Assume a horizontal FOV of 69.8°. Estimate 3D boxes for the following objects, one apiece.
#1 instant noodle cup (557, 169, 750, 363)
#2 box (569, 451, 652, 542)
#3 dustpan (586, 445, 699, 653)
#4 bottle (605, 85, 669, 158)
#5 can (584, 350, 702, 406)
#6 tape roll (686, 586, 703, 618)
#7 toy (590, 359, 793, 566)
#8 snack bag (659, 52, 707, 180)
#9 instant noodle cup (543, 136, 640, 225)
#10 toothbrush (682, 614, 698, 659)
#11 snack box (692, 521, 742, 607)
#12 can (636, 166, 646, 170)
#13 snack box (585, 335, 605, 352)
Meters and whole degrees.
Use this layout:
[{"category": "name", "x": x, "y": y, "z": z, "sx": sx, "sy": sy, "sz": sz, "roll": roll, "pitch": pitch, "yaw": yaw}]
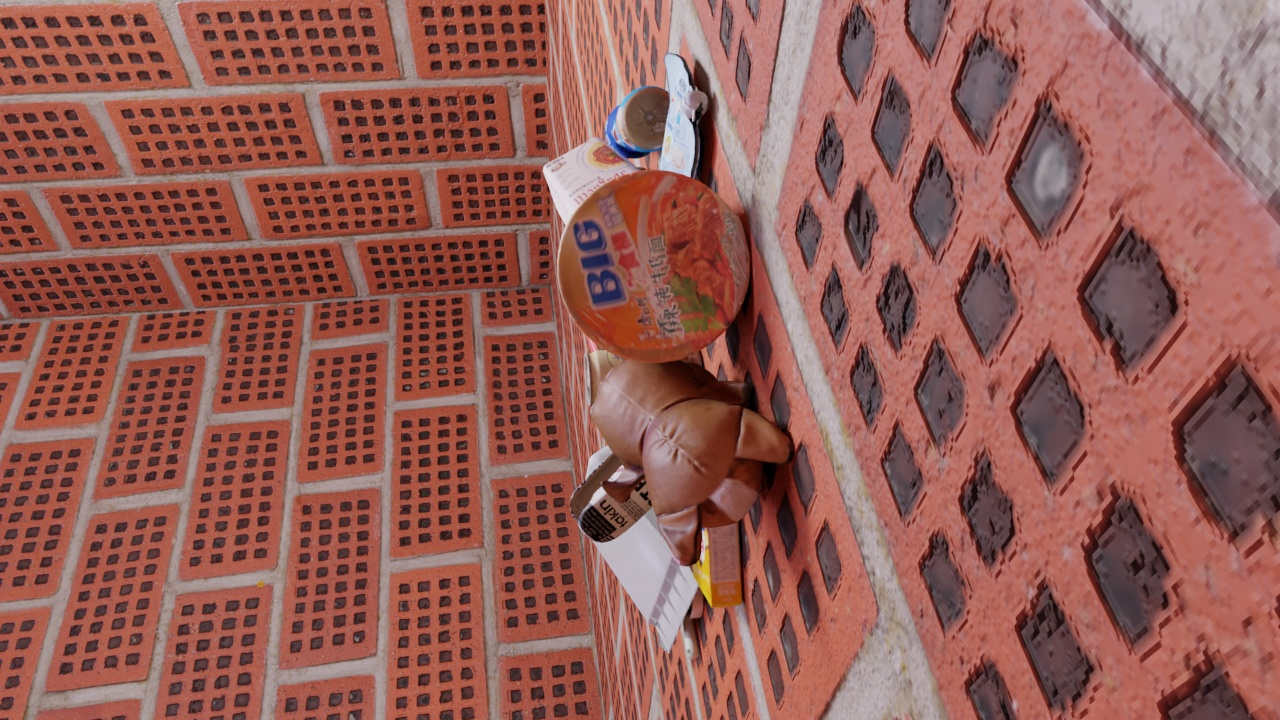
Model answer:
[{"category": "instant noodle cup", "x": 0.011, "y": -0.077, "z": 0.766, "sx": 0.111, "sy": 0.151, "sz": 0.151, "roll": -88, "pitch": -6, "yaw": -85}, {"category": "box", "x": -0.006, "y": 0.110, "z": 0.934, "sx": 0.076, "sy": 0.162, "sz": 0.088, "roll": 45, "pitch": 174, "yaw": -36}, {"category": "dustpan", "x": 0.024, "y": 0.181, "z": 1.126, "sx": 0.257, "sy": 0.142, "sz": 0.223, "roll": 48, "pitch": 150, "yaw": 24}, {"category": "bottle", "x": -0.004, "y": -0.259, "z": 1.020, "sx": 0.218, "sy": 0.065, "sz": 0.065, "roll": -130, "pitch": 36, "yaw": -78}, {"category": "can", "x": 0.002, "y": 0.015, "z": 0.938, "sx": 0.058, "sy": 0.116, "sz": 0.058, "roll": 174, "pitch": 91, "yaw": -83}, {"category": "tape roll", "x": 0.057, "y": 0.252, "z": 1.054, "sx": 0.086, "sy": 0.014, "sz": 0.086, "roll": 175, "pitch": 91, "yaw": -82}, {"category": "toy", "x": 0.039, "y": 0.072, "z": 0.726, "sx": 0.140, "sy": 0.130, "sz": 0.199, "roll": -56, "pitch": 25, "yaw": 2}, {"category": "snack bag", "x": 0.037, "y": -0.183, "z": 0.869, "sx": 0.110, "sy": 0.039, "sz": 0.191, "roll": -96, "pitch": 8, "yaw": -55}, {"category": "instant noodle cup", "x": -0.039, "y": -0.169, "z": 0.996, "sx": 0.124, "sy": 0.116, "sz": 0.117, "roll": 52, "pitch": 168, "yaw": 33}, {"category": "toothbrush", "x": 0.047, "y": 0.266, "z": 1.109, "sx": 0.029, "sy": 0.020, "sz": 0.189, "roll": -37, "pitch": 49, "yaw": 37}, {"category": "snack box", "x": 0.068, "y": 0.149, "z": 0.856, "sx": 0.087, "sy": 0.033, "sz": 0.140, "roll": -141, "pitch": 45, "yaw": -80}, {"category": "can", "x": -0.026, "y": -0.191, "z": 1.177, "sx": 0.075, "sy": 0.075, "sz": 0.111, "roll": -148, "pitch": 55, "yaw": -80}, {"category": "snack box", "x": -0.006, "y": 0.006, "z": 0.999, "sx": 0.025, "sy": 0.075, "sz": 0.153, "roll": 40, "pitch": 155, "yaw": 50}]
